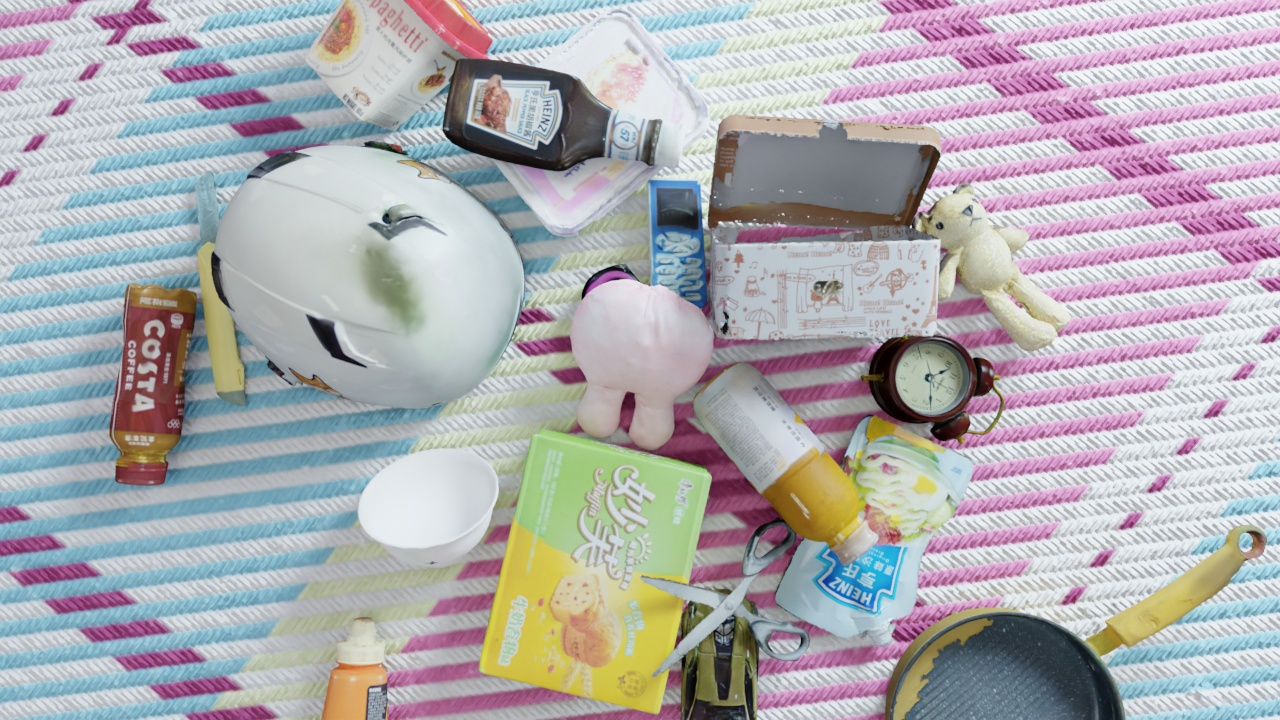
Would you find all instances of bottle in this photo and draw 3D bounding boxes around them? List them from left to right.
[{"bbox_3d":[-0.433,0.022,0.811,0.057,0.057,0.175,6,89,2],"label":"bottle"},{"bbox_3d":[-0.248,0.300,0.799,0.067,0.067,0.149,3,81,2],"label":"bottle"},{"bbox_3d":[-0.061,-0.195,0.756,0.195,0.044,0.080,12,89,1],"label":"bottle"},{"bbox_3d":[0.124,0.088,0.776,0.068,0.068,0.189,-40,79,0],"label":"bottle"}]

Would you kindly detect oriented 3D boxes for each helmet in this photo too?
[{"bbox_3d":[-0.238,-0.076,0.760,0.274,0.157,0.230,26,89,2],"label":"helmet"}]

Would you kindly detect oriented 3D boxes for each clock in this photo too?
[{"bbox_3d":[0.255,0.021,0.793,0.122,0.055,0.082,31,89,1],"label":"clock"}]

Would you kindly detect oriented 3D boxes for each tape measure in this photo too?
[{"bbox_3d":[-0.023,-0.054,0.811,0.058,0.039,0.057,-37,88,0],"label":"tape measure"}]

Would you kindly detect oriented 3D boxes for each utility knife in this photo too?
[{"bbox_3d":[-0.384,-0.065,0.832,0.031,0.022,0.216,-7,95,1],"label":"utility knife"}]

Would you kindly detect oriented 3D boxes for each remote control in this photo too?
[{"bbox_3d":[0.031,-0.103,0.809,0.049,0.024,0.124,0,77,-9],"label":"remote control"}]

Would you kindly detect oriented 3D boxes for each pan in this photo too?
[{"bbox_3d":[0.368,0.257,0.770,0.357,0.078,0.197,-42,88,0],"label":"pan"}]

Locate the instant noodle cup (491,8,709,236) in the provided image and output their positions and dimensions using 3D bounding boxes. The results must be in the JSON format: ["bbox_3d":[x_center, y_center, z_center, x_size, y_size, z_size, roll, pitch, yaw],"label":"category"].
[{"bbox_3d":[-0.041,-0.202,0.807,0.173,0.060,0.138,-39,88,1],"label":"instant noodle cup"}]

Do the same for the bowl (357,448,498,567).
[{"bbox_3d":[-0.176,0.138,0.790,0.118,0.118,0.065,-4,127,1],"label":"bowl"}]

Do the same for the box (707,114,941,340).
[{"bbox_3d":[0.148,-0.117,0.754,0.182,0.152,0.174,-1,106,1],"label":"box"}]

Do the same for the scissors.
[{"bbox_3d":[0.076,0.198,0.762,0.179,0.014,0.159,27,75,-24],"label":"scissors"}]

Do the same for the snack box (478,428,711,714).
[{"bbox_3d":[-0.037,0.177,0.789,0.158,0.070,0.210,13,89,2],"label":"snack box"}]

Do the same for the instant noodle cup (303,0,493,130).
[{"bbox_3d":[-0.212,-0.274,0.794,0.124,0.116,0.116,-43,88,12],"label":"instant noodle cup"}]

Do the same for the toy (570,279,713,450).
[{"bbox_3d":[-0.005,0.005,0.783,0.121,0.054,0.160,14,121,-1],"label":"toy"}]

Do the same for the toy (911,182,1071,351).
[{"bbox_3d":[0.304,-0.078,0.789,0.105,0.066,0.157,-36,81,-5],"label":"toy"}]

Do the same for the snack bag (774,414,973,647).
[{"bbox_3d":[0.204,0.152,0.800,0.110,0.039,0.191,25,91,0],"label":"snack bag"}]

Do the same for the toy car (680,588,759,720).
[{"bbox_3d":[0.069,0.277,0.787,0.070,0.042,0.158,1,76,2],"label":"toy car"}]
